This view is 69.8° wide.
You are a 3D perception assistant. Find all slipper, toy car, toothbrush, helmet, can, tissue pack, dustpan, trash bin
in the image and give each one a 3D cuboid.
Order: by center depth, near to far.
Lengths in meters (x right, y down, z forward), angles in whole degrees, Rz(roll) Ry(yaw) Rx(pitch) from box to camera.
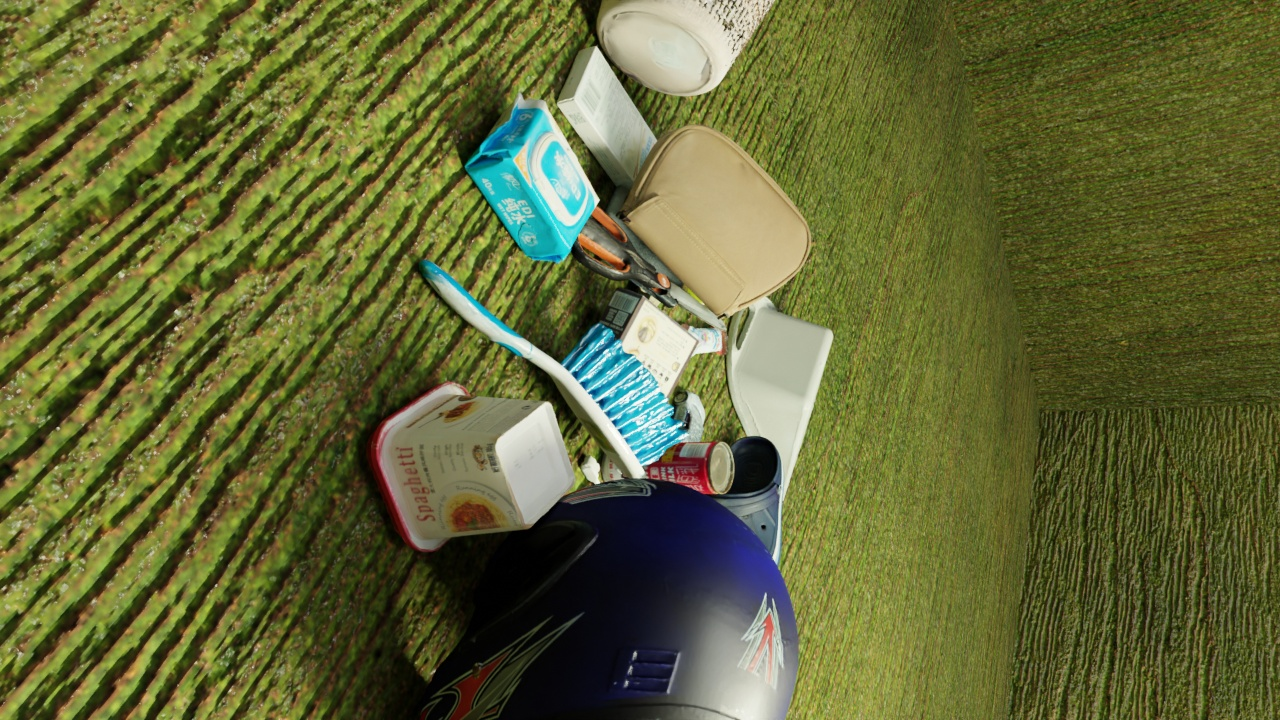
[{"bbox_3d":[-0.030,0.227,0.736,0.247,0.316,0.239,41,33,-32],"label":"helmet"},{"bbox_3d":[-0.097,-0.168,0.857,0.140,0.063,0.089,58,41,-37],"label":"tissue pack"},{"bbox_3d":[0.027,0.112,0.958,0.053,0.133,0.053,10,78,-57],"label":"can"},{"bbox_3d":[-0.020,0.168,0.989,0.180,0.016,0.016,62,35,-32],"label":"toothbrush"},{"bbox_3d":[0.054,-0.413,1.012,0.227,0.228,0.191,41,65,-48],"label":"trash bin"},{"bbox_3d":[0.055,0.084,1.104,0.049,0.031,0.105,51,45,-44],"label":"toy car"},{"bbox_3d":[0.121,0.185,1.125,0.252,0.105,0.095,-66,145,-41],"label":"slipper"},{"bbox_3d":[0.188,0.037,1.342,0.258,0.143,0.222,95,17,-48],"label":"dustpan"}]

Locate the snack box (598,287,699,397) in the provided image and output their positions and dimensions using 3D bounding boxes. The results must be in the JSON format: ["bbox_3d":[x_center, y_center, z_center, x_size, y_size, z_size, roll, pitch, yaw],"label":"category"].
[{"bbox_3d":[-0.006,0.006,0.966,0.113,0.053,0.125,35,82,-47],"label":"snack box"}]

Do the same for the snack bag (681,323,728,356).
[{"bbox_3d":[0.078,-0.025,1.158,0.105,0.026,0.045,-6,95,-56],"label":"snack bag"}]

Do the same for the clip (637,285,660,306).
[{"bbox_3d":[0.006,-0.060,1.031,0.035,0.075,0.100,61,41,-33],"label":"clip"}]

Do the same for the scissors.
[{"bbox_3d":[0.013,-0.102,0.987,0.234,0.022,0.139,14,50,-44],"label":"scissors"}]

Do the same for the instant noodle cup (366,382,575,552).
[{"bbox_3d":[-0.128,0.082,0.722,0.116,0.124,0.116,-40,120,-53],"label":"instant noodle cup"}]

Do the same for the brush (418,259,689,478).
[{"bbox_3d":[-0.070,0.000,0.846,0.109,0.061,0.314,-45,120,-19],"label":"brush"}]

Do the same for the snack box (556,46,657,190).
[{"bbox_3d":[-0.030,-0.257,1.010,0.157,0.027,0.084,50,46,-43],"label":"snack box"}]

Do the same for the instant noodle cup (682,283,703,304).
[{"bbox_3d":[0.081,-0.127,1.111,0.111,0.112,0.123,-5,99,-58],"label":"instant noodle cup"}]

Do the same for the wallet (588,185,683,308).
[{"bbox_3d":[0.004,-0.125,1.018,0.121,0.019,0.097,35,54,-20],"label":"wallet"}]

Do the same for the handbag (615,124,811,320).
[{"bbox_3d":[0.079,-0.153,1.000,0.148,0.100,0.204,-46,103,-1],"label":"handbag"}]
